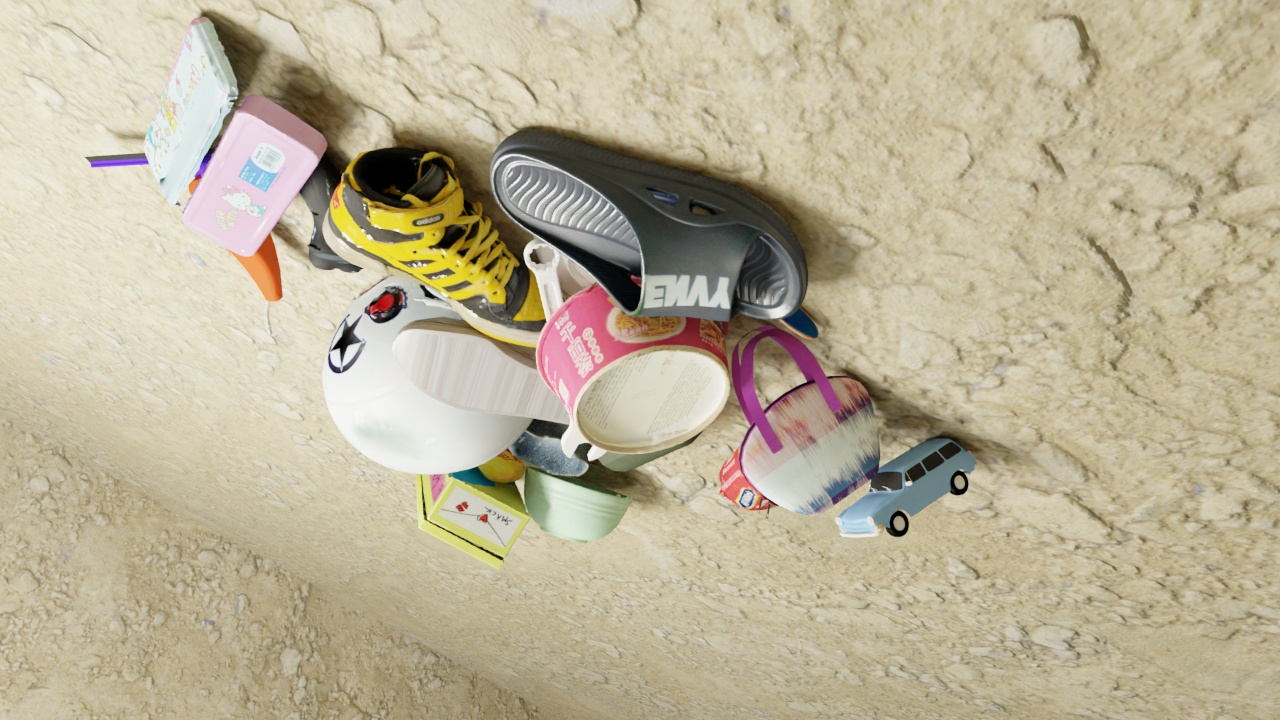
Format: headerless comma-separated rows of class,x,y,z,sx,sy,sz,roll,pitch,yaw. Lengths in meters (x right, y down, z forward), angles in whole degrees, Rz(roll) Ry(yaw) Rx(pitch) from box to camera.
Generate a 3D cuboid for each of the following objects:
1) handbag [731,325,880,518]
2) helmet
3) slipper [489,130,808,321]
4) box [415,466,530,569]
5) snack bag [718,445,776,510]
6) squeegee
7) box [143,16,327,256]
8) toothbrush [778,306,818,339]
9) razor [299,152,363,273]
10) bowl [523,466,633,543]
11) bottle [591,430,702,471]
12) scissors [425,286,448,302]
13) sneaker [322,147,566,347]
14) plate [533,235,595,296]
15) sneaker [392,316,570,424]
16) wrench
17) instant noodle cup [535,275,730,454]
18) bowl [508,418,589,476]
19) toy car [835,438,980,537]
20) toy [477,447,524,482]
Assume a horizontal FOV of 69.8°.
handbag,0.137,0.047,0.829,0.170,0.144,0.068,60,171,-19
helmet,-0.233,0.039,1.011,0.265,0.163,0.236,-3,144,36
slipper,-0.001,-0.092,0.700,0.268,0.083,0.111,22,139,4
box,-0.229,0.176,1.222,0.124,0.082,0.221,32,-179,-22
snack bag,0.140,0.109,0.967,0.082,0.082,0.177,23,153,-1
squeegee,-0.413,-0.139,0.938,0.250,0.055,0.185,2,131,19
box,-0.367,-0.182,0.800,0.149,0.050,0.215,49,139,-11
toothbrush,0.100,-0.056,0.768,0.135,0.021,0.017,33,167,-16
razor,-0.295,-0.141,0.848,0.053,0.063,0.141,25,145,30
bowl,-0.092,0.197,1.223,0.151,0.077,0.151,17,175,1
bottle,0.021,0.065,0.975,0.071,0.071,0.207,31,150,-17
scissors,-0.198,-0.076,0.891,0.125,0.014,0.130,23,-174,-38
sneaker,-0.154,-0.102,0.796,0.238,0.085,0.122,25,149,-11
plate,-0.024,-0.081,0.816,0.157,0.014,0.157,17,151,9
sneaker,-0.123,-0.007,0.902,0.236,0.089,0.099,15,124,-20
wrench,-0.068,0.001,0.843,0.047,0.009,0.274,-13,133,-4
instant noodle cup,0.003,0.012,0.802,0.178,0.077,0.179,-10,139,-9
bowl,-0.108,0.097,1.134,0.110,0.055,0.110,17,151,9
toy car,0.248,0.119,0.857,0.056,0.153,0.055,-20,94,63
toy,-0.207,0.108,1.204,0.137,0.067,0.105,39,-170,5
